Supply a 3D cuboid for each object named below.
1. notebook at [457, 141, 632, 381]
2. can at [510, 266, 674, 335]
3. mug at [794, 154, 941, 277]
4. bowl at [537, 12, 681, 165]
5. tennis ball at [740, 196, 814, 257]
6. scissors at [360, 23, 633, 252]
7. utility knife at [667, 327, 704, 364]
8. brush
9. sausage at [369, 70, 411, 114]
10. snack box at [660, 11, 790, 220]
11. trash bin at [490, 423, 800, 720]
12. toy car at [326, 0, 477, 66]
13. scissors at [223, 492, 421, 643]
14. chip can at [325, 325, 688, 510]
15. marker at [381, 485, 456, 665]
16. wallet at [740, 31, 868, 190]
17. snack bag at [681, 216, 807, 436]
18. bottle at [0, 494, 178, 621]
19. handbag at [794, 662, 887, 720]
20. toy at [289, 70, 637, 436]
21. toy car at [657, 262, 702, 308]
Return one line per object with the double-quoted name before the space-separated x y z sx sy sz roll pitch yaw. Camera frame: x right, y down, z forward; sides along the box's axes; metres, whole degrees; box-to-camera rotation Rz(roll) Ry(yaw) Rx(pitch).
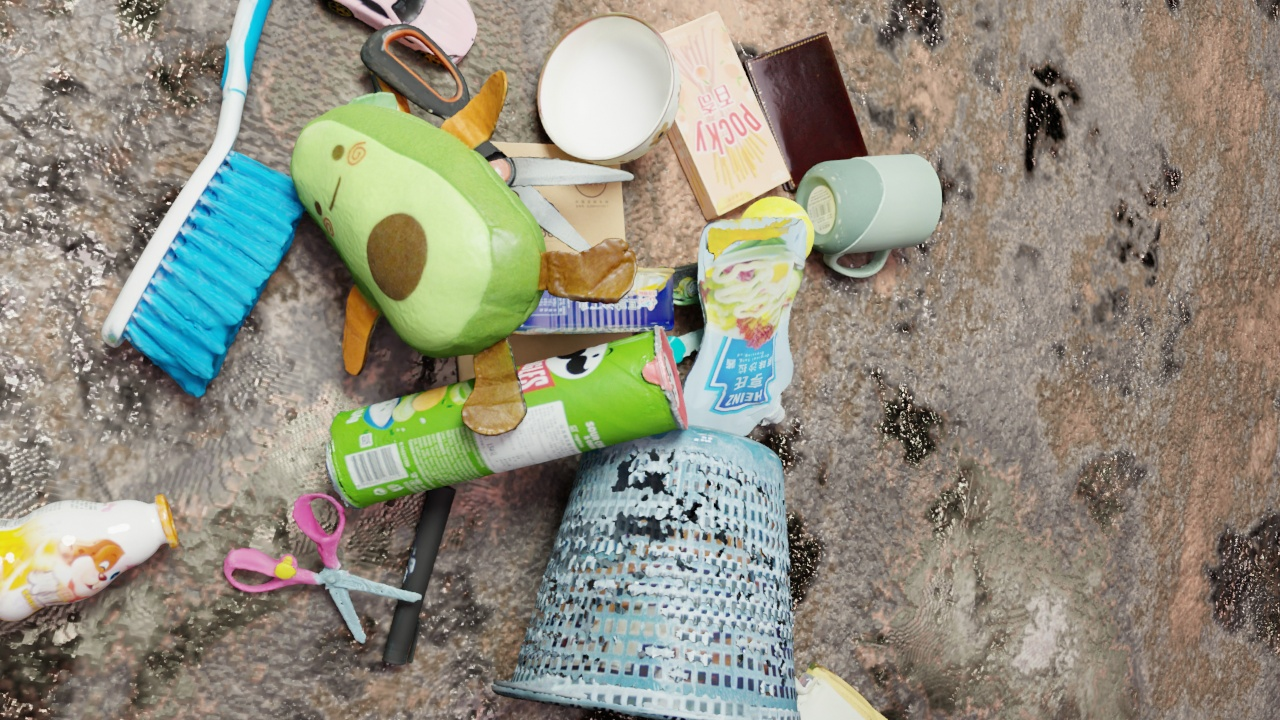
"notebook" -0.077 -0.068 0.724 0.147 0.008 0.207 -4 90 -25
"can" -0.044 -0.045 0.694 0.148 0.075 0.049 -2 93 -24
"mug" 0.197 -0.126 0.820 0.106 0.082 0.112 -10 124 -25
"bowl" -0.017 -0.205 0.716 0.062 0.114 0.113 6 84 -66
"tennis ball" 0.115 -0.107 0.783 0.065 0.066 0.065 1 88 -25
"scissors" -0.123 -0.150 0.660 0.220 0.022 0.222 -18 95 -8
"utility knife" -0.004 0.004 0.742 0.209 0.013 0.029 -20 95 -21
"brush" -0.268 -0.137 0.617 0.109 0.061 0.314 28 74 -18
"sausage" -0.171 -0.148 0.676 0.021 0.021 0.165 -17 95 -25
"snack box" 0.061 -0.208 0.783 0.084 0.026 0.157 -30 100 -23
"trash bin" 0.021 0.156 0.666 0.226 0.227 0.194 17 68 -23
"toy car" -0.176 -0.264 0.670 0.122 0.037 0.056 24 80 -23
"scissors" -0.213 0.141 0.629 0.133 0.017 0.129 18 111 -15
"chip can" -0.089 0.040 0.618 0.236 0.072 0.072 -15 95 7
"marker" -0.161 0.155 0.671 0.022 0.020 0.132 17 81 -22
"wallet" 0.150 -0.226 0.830 0.096 0.020 0.122 -25 100 -18
"snack bag" 0.084 -0.021 0.752 0.110 0.039 0.191 -12 117 -34
"bottle" -0.346 0.115 0.563 0.108 0.063 0.063 -17 95 -24
"handbag" 0.130 0.342 0.781 0.179 0.063 0.163 46 70 -13
"toy" -0.132 -0.077 0.582 0.247 0.089 0.227 40 107 15
"toy car" 0.052 -0.064 0.763 0.091 0.043 0.036 -13 119 -32
